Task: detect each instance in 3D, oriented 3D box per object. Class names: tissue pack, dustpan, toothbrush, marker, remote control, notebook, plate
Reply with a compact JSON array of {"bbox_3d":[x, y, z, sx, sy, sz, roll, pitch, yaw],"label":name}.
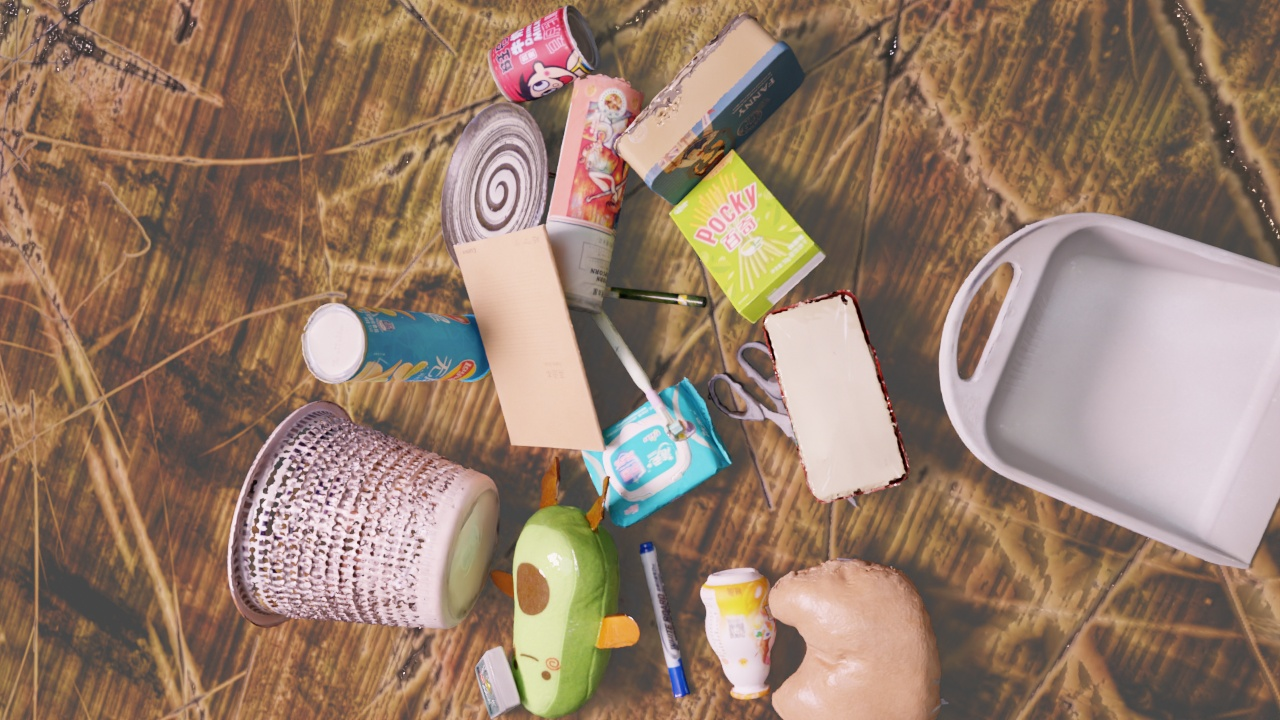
[{"bbox_3d":[0.016,0.087,0.859,0.134,0.050,0.093,-35,75,18],"label":"tissue pack"},{"bbox_3d":[0.358,0.012,0.668,0.258,0.142,0.223,23,98,23],"label":"dustpan"},{"bbox_3d":[-0.023,-0.063,0.900,0.186,0.012,0.017,8,97,23],"label":"toothbrush"},{"bbox_3d":[0.022,0.245,0.872,0.017,0.016,0.145,-16,83,22],"label":"marker"},{"bbox_3d":[-0.140,0.313,0.887,0.019,0.135,0.056,-15,71,-21],"label":"remote control"},{"bbox_3d":[-0.106,-0.017,0.869,0.150,0.012,0.211,-2,106,49],"label":"notebook"},{"bbox_3d":[-0.144,-0.169,0.926,0.180,0.024,0.179,-7,80,46],"label":"plate"},{"bbox_3d":[-0.005,0.005,0.853,0.189,0.029,0.020,55,144,39],"label":"toothbrush"}]

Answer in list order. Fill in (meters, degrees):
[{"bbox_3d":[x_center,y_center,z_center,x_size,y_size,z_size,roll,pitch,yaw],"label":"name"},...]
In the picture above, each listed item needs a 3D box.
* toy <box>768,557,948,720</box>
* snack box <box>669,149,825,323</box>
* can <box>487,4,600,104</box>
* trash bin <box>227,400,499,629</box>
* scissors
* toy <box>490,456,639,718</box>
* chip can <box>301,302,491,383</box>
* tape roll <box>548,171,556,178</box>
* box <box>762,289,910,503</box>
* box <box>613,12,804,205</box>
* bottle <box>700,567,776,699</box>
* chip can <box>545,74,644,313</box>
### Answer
[{"bbox_3d":[0.183,0.279,0.774,0.144,0.082,0.226,-1,93,24],"label":"toy"},{"bbox_3d":[0.090,-0.112,0.809,0.086,0.026,0.156,-43,46,16],"label":"snack box"},{"bbox_3d":[-0.096,-0.299,0.905,0.094,0.066,0.066,-19,82,21],"label":"can"},{"bbox_3d":[-0.251,0.167,0.898,0.192,0.227,0.227,11,93,10],"label":"trash bin"},{"bbox_3d":[0.140,0.053,0.827,0.172,0.014,0.146,9,93,23],"label":"scissors"},{"bbox_3d":[-0.073,0.219,0.857,0.227,0.089,0.246,3,89,53],"label":"toy"},{"bbox_3d":[-0.219,-0.014,0.874,0.071,0.210,0.071,0,89,23],"label":"chip can"},{"bbox_3d":[-0.097,-0.148,0.931,0.086,0.014,0.086,-1,89,23],"label":"tape roll"},{"bbox_3d":[0.162,0.031,0.776,0.091,0.080,0.168,-17,82,12],"label":"box"},{"bbox_3d":[0.066,-0.227,0.822,0.184,0.089,0.061,-42,73,15],"label":"box"},{"bbox_3d":[0.090,0.242,0.817,0.063,0.063,0.108,-10,85,22],"label":"bottle"},{"bbox_3d":[-0.051,-0.156,0.873,0.071,0.071,0.214,10,88,23],"label":"chip can"}]
